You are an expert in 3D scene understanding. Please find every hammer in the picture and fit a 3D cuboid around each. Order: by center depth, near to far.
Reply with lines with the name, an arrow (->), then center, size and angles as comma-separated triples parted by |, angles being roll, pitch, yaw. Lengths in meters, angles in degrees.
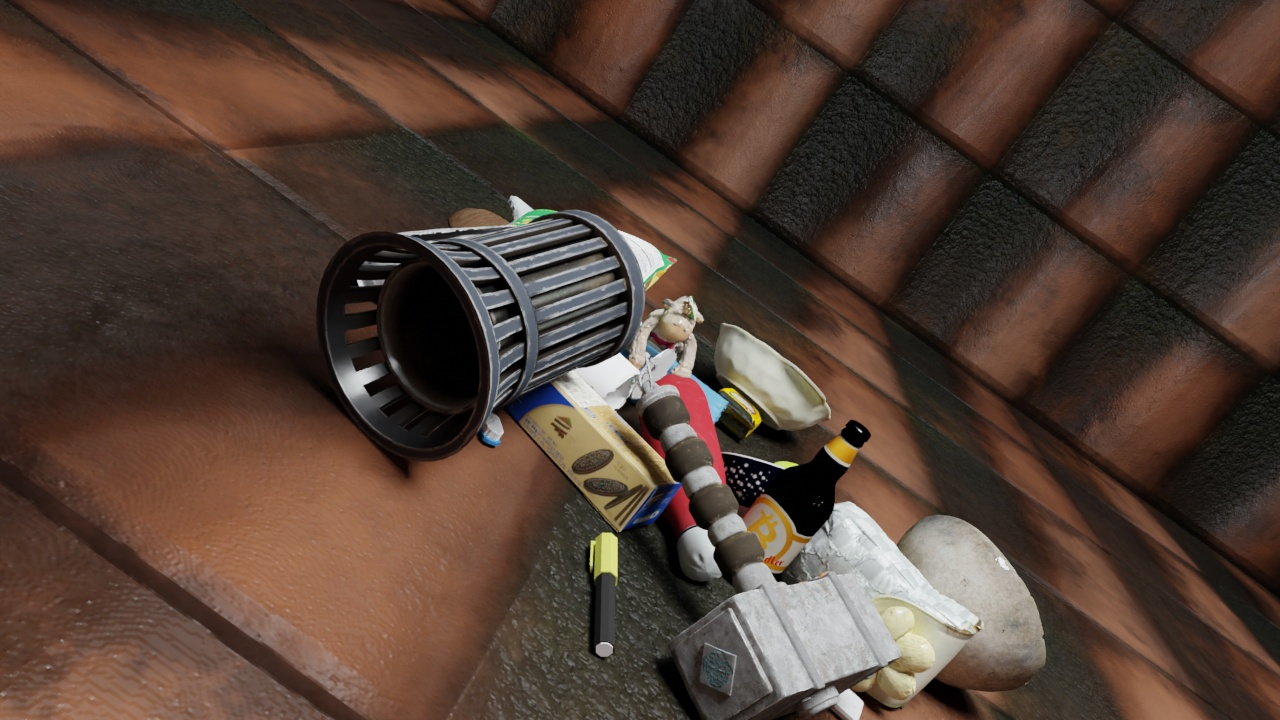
hammer -> 0.062, 0.125, 0.735 | 0.176, 0.080, 0.326 | 7, 47, -48

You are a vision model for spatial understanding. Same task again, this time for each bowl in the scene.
bowl -> 0.291, 0.245, 0.887 | 0.081, 0.179, 0.178 | -17, 44, -21
bowl -> 0.123, 0.143, 0.916 | 0.120, 0.066, 0.120 | 19, -11, 4
bowl -> -0.190, -0.165, 1.192 | 0.118, 0.030, 0.117 | 31, 19, -12
bowl -> 0.160, 0.035, 1.212 | 0.188, 0.060, 0.219 | 43, -7, -17

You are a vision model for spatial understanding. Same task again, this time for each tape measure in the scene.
tape measure -> 0.117, 0.067, 1.155 | 0.065, 0.037, 0.064 | 40, 19, 5

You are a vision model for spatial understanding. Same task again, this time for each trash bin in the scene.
trash bin -> -0.111, -0.037, 0.732 | 0.164, 0.165, 0.226 | 41, 33, 15

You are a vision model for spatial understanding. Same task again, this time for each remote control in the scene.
remote control -> 0.130, 0.252, 0.768 | 0.131, 0.012, 0.033 | 40, 21, 12

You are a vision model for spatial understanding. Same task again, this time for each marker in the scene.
marker -> -0.028, 0.172, 0.681 | 0.021, 0.017, 0.123 | 0, 25, -1

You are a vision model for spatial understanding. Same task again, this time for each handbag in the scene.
handbag -> 0.198, 0.216, 0.825 | 0.123, 0.113, 0.171 | -2, 41, -50

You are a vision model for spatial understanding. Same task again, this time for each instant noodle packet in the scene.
instant noodle packet -> -0.077, -0.111, 1.038 | 0.195, 0.090, 0.252 | 19, 25, 8

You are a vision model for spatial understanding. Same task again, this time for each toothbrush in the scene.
toothbrush -> -0.150, 0.023, 0.834 | 0.016, 0.014, 0.166 | 23, 22, -33

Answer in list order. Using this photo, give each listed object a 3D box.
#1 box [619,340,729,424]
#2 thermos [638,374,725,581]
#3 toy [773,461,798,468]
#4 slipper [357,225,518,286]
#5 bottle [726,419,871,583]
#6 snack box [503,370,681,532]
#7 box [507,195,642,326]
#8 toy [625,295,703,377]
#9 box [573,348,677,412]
box -> -0.006, 0.006, 1.066 | 0.231, 0.053, 0.093 | 38, 20, 5
thermos -> 0.044, 0.109, 0.870 | 0.073, 0.073, 0.239 | 27, 28, -24
toy -> 0.163, 0.145, 1.036 | 0.115, 0.046, 0.092 | 16, 25, -30
slipper -> -0.144, -0.081, 0.886 | 0.247, 0.112, 0.074 | 3, 27, 2
bottle -> 0.141, 0.127, 0.821 | 0.059, 0.182, 0.059 | 31, 19, -12
snack box -> -0.057, 0.063, 0.834 | 0.207, 0.057, 0.056 | 43, 19, 24
box -> -0.091, -0.135, 1.258 | 0.208, 0.037, 0.188 | 38, 17, -30
toy -> 0.038, -0.026, 1.022 | 0.085, 0.106, 0.074 | 21, 35, -16
box -> -0.040, -0.001, 0.957 | 0.106, 0.080, 0.150 | 42, 31, 15
